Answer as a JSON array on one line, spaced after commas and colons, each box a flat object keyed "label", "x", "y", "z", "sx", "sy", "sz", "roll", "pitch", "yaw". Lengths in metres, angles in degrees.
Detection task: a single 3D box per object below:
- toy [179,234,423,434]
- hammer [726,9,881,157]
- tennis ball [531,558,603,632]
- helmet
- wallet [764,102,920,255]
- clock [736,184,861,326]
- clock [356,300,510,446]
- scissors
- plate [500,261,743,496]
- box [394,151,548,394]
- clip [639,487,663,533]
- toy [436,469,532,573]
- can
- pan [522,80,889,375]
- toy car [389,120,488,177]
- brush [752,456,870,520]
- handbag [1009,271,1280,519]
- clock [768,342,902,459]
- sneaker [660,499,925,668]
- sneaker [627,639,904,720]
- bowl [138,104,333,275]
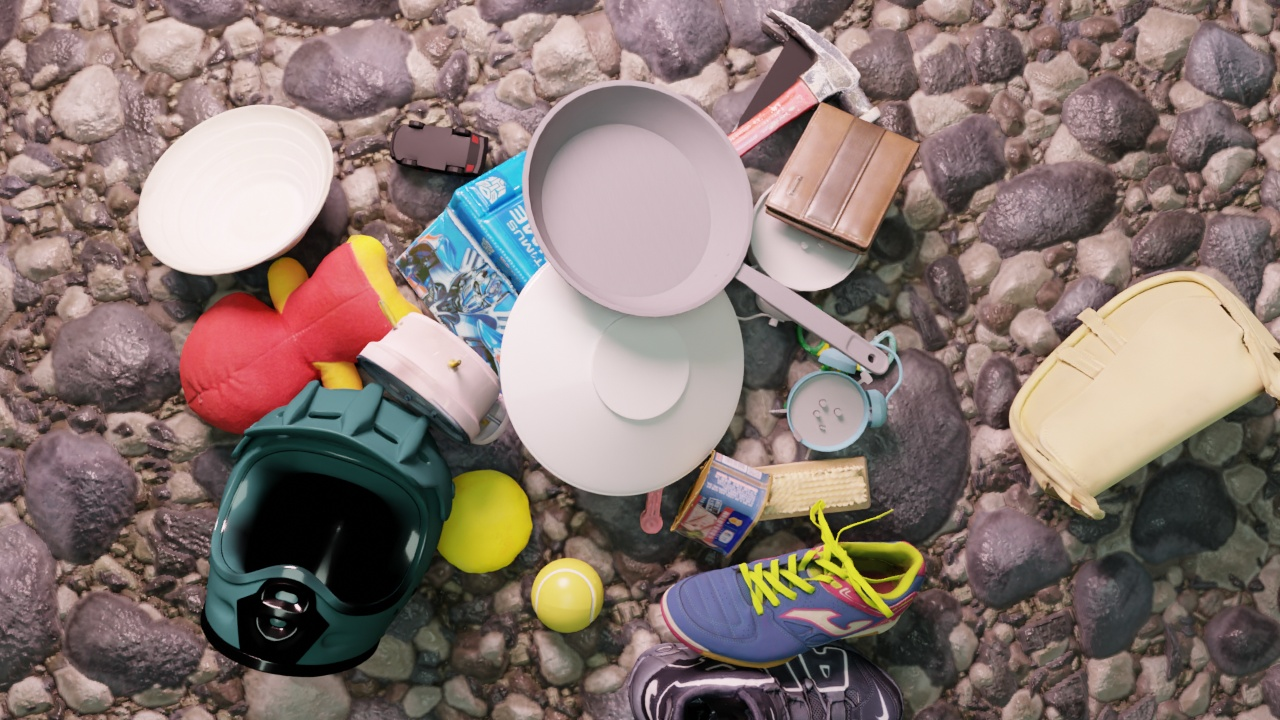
[{"label": "toy", "x": -0.306, "y": -0.018, "z": 0.811, "sx": 0.216, "sy": 0.099, "sz": 0.147, "roll": -31, "pitch": 83, "yaw": -7}, {"label": "hammer", "x": 0.060, "y": -0.188, "z": 0.833, "sx": 0.325, "sy": 0.036, "sz": 0.140, "roll": -38, "pitch": 90, "yaw": -11}, {"label": "tennis ball", "x": -0.066, "y": 0.212, "z": 0.827, "sx": 0.065, "sy": 0.065, "sz": 0.065, "roll": 0, "pitch": 89, "yaw": -2}, {"label": "helmet", "x": -0.240, "y": 0.114, "z": 0.718, "sx": 0.176, "sy": 0.275, "sz": 0.200, "roll": 19, "pitch": 87, "yaw": -10}, {"label": "wallet", "x": 0.178, "y": -0.161, "z": 0.807, "sx": 0.099, "sy": 0.027, "sz": 0.121, "roll": 27, "pitch": 76, "yaw": 11}, {"label": "clock", "x": 0.132, "y": -0.102, "z": 0.843, "sx": 0.159, "sy": 0.061, "sz": 0.120, "roll": -37, "pitch": 91, "yaw": -4}, {"label": "clock", "x": -0.169, "y": 0.022, "z": 0.783, "sx": 0.117, "sy": 0.158, "sz": 0.058, "roll": 30, "pitch": 71, "yaw": 22}, {"label": "scissors", "x": 0.189, "y": 0.005, "z": 0.868, "sx": 0.130, "sy": 0.011, "sz": 0.125, "roll": -14, "pitch": 94, "yaw": -1}, {"label": "plate", "x": -0.005, "y": 0.004, "z": 0.786, "sx": 0.229, "sy": 0.030, "sz": 0.229, "roll": -1, "pitch": 93, "yaw": -23}, {"label": "box", "x": -0.093, "y": -0.049, "z": 0.830, "sx": 0.170, "sy": 0.070, "sz": 0.243, "roll": -38, "pitch": 90, "yaw": -2}, {"label": "clip", "x": 0.011, "y": 0.129, "z": 0.857, "sx": 0.023, "sy": 0.044, "sz": 0.060, "roll": 6, "pitch": 118, "yaw": 0}, {"label": "toy", "x": -0.146, "y": 0.147, "z": 0.839, "sx": 0.094, "sy": 0.041, "sz": 0.095, "roll": 12, "pitch": 88, "yaw": -7}, {"label": "can", "x": 0.072, "y": 0.128, "z": 0.820, "sx": 0.059, "sy": 0.100, "sz": 0.053, "roll": 25, "pitch": 49, "yaw": 0}, {"label": "pan", "x": 0.061, "y": -0.089, "z": 0.774, "sx": 0.356, "sy": 0.051, "sz": 0.200, "roll": 35, "pitch": 70, "yaw": -12}, {"label": "toy car", "x": -0.185, "y": -0.193, "z": 0.845, "sx": 0.092, "sy": 0.036, "sz": 0.042, "roll": 11, "pitch": 90, "yaw": 8}, {"label": "brush", "x": 0.158, "y": 0.119, "z": 0.851, "sx": 0.117, "sy": 0.039, "sz": 0.049, "roll": -6, "pitch": 88, "yaw": -5}, {"label": "handbag", "x": 0.432, "y": 0.027, "z": 0.802, "sx": 0.233, "sy": 0.190, "sz": 0.088, "roll": -36, "pitch": 108, "yaw": 10}, {"label": "clock", "x": 0.186, "y": 0.033, "z": 0.842, "sx": 0.123, "sy": 0.042, "sz": 0.087, "roll": -38, "pitch": 95, "yaw": 5}, {"label": "sneaker", "x": 0.136, "y": 0.190, "z": 0.794, "sx": 0.241, "sy": 0.091, "sz": 0.116, "roll": -2, "pitch": 48, "yaw": -22}, {"label": "sneaker", "x": 0.118, "y": 0.299, "z": 0.791, "sx": 0.252, "sy": 0.151, "sz": 0.097, "roll": 2, "pitch": 88, "yaw": -3}, {"label": "bowl", "x": -0.344, "y": -0.138, "z": 0.811, "sx": 0.177, "sy": 0.058, "sz": 0.176, "roll": -4, "pitch": 65, "yaw": 8}]
